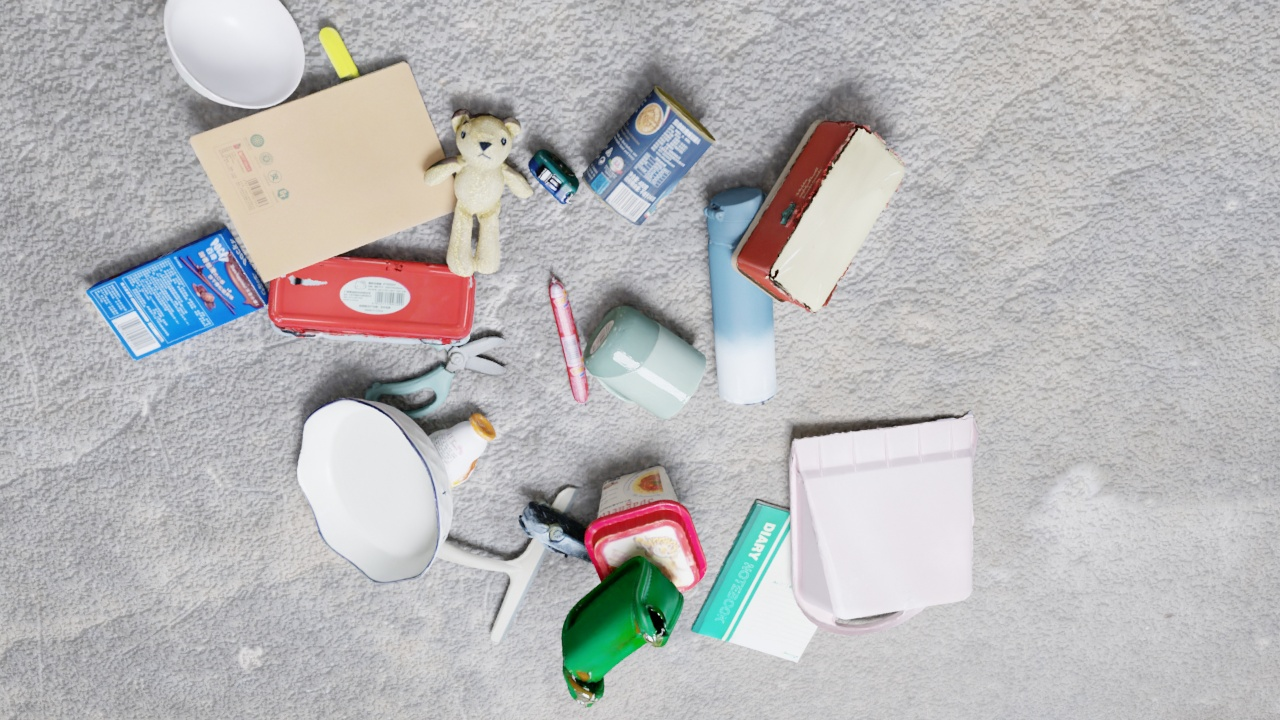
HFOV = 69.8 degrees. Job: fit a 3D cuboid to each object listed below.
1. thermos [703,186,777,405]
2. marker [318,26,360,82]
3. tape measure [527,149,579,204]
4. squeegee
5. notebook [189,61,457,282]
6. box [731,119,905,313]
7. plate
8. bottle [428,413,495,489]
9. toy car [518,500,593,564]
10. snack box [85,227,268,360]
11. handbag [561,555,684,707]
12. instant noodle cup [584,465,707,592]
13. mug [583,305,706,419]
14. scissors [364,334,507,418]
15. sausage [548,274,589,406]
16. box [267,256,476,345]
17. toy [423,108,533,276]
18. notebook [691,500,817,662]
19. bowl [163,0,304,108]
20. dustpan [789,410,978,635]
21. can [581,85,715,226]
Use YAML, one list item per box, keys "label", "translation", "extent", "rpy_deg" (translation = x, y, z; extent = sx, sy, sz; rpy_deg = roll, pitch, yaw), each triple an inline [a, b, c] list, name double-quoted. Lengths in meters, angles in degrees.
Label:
- label: "thermos"
  translation: [0.105, -0.064, 0.934]
  extent: [0.070, 0.070, 0.221]
  rpy_deg: [-6, 115, 0]
- label: "marker"
  translation: [-0.263, -0.250, 0.857]
  extent: [0.018, 0.015, 0.124]
  rpy_deg: [-24, 117, 0]
- label: "tape measure"
  translation: [-0.081, -0.178, 0.876]
  extent: [0.054, 0.058, 0.025]
  rpy_deg: [43, 107, -15]
- label: "squeegee"
  translation: [-0.231, 0.213, 1.064]
  extent: [0.246, 0.039, 0.247]
  rpy_deg: [22, 112, -12]
- label: "notebook"
  translation: [-0.290, -0.176, 0.866]
  extent: [0.207, 0.008, 0.148]
  rpy_deg: [-22, 117, -6]
- label: "box"
  translation: [0.173, -0.133, 0.860]
  extent: [0.091, 0.079, 0.168]
  rpy_deg: [31, 91, -34]
- label: "plate"
  translation: [-0.279, 0.134, 0.974]
  extent: [0.205, 0.045, 0.205]
  rpy_deg: [9, 108, 29]
- label: "bottle"
  translation: [-0.207, 0.103, 0.999]
  extent: [0.108, 0.063, 0.063]
  rpy_deg: [-40, 111, 16]
- label: "toy car"
  translation: [-0.085, 0.199, 1.043]
  extent: [0.120, 0.054, 0.037]
  rpy_deg: [32, 100, -34]
- label: "snack box"
  translation: [-0.465, -0.066, 0.927]
  extent: [0.157, 0.026, 0.084]
  rpy_deg: [-21, 115, 7]
- label: "handbag"
  translation: [-0.020, 0.272, 0.920]
  extent: [0.131, 0.120, 0.068]
  rpy_deg: [-41, 105, 18]
- label: "instant noodle cup"
  translation: [0.005, 0.187, 1.016]
  extent: [0.116, 0.124, 0.117]
  rpy_deg: [-17, 115, 6]
- label: "mug"
  translation: [-0.006, 0.006, 0.960]
  extent: [0.106, 0.082, 0.112]
  rpy_deg: [32, 141, -17]
- label: "scissors"
  translation: [-0.232, 0.010, 0.980]
  extent: [0.174, 0.019, 0.178]
  rpy_deg: [20, 112, -13]
- label: "sausage"
  translation: [-0.075, -0.019, 0.972]
  extent: [0.020, 0.020, 0.156]
  rpy_deg: [-10, 116, 2]
- label: "box"
  translation: [-0.267, -0.059, 0.920]
  extent: [0.201, 0.048, 0.087]
  rpy_deg: [4, 85, -4]
- label: "toy"
  translation: [-0.155, -0.157, 0.876]
  extent: [0.105, 0.066, 0.157]
  rpy_deg: [5, 108, -12]
- label: "notebook"
  translation: [0.169, 0.274, 1.127]
  extent: [0.150, 0.012, 0.209]
  rpy_deg: [18, 114, -10]
- label: "bowl"
  translation: [-0.365, -0.271, 0.806]
  extent: [0.065, 0.118, 0.118]
  rpy_deg: [-9, 124, 46]
- label: "dustpan"
  translation: [0.274, 0.202, 1.085]
  extent: [0.222, 0.139, 0.273]
  rpy_deg: [-4, 88, -8]
- label: "can"
  translation: [0.006, -0.190, 0.863]
  extent: [0.075, 0.075, 0.111]
  rpy_deg: [37, 109, -18]
